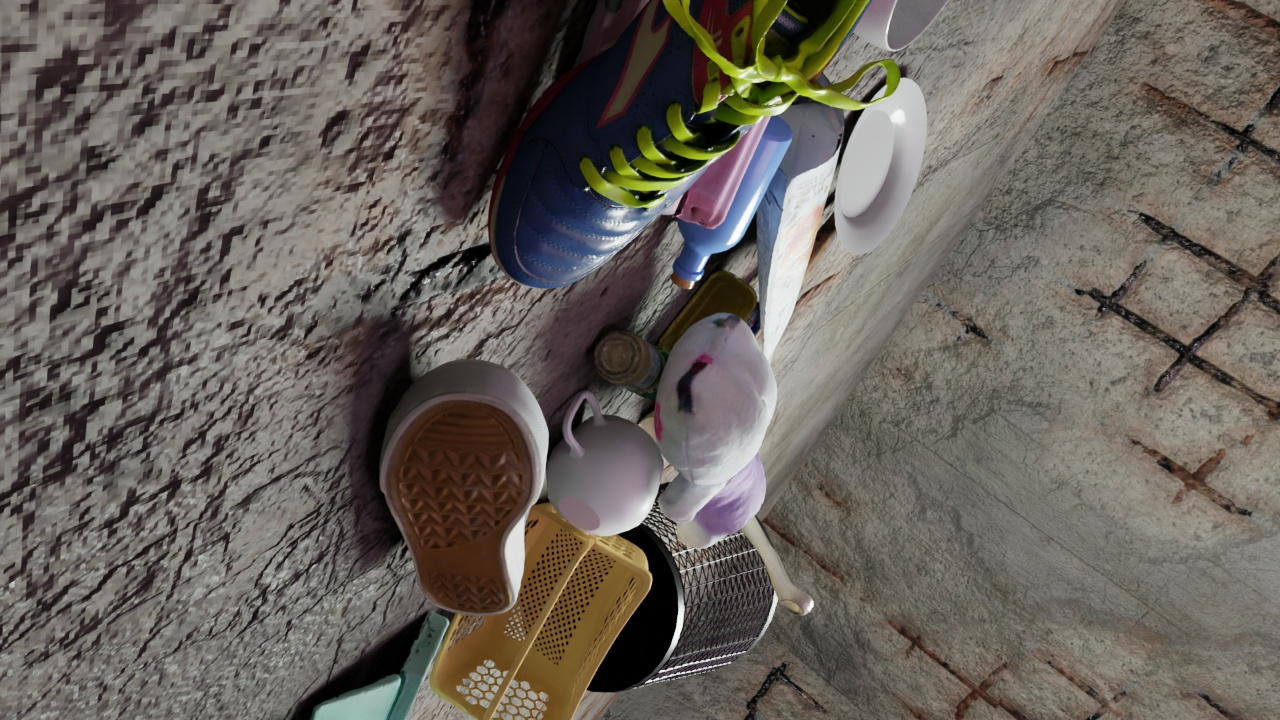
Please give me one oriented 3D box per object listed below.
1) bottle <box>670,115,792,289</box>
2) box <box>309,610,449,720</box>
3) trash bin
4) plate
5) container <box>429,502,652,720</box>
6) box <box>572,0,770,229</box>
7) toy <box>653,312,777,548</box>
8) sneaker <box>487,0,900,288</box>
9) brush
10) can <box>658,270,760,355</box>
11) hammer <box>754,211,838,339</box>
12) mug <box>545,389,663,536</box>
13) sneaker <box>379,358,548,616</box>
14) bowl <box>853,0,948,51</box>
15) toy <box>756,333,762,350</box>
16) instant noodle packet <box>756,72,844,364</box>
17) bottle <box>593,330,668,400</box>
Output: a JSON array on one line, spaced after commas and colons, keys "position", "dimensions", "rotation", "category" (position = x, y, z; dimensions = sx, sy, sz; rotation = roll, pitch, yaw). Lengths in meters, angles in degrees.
[{"position": [0.051, -0.103, 0.608], "dimensions": [0.047, 0.048, 0.131], "rotation": [-34, 156, -49], "category": "bottle"}, {"position": [-0.218, 0.296, 0.725], "dimensions": [0.137, 0.056, 0.187], "rotation": [-40, 160, -56], "category": "box"}, {"position": [0.007, 0.234, 0.949], "dimensions": [0.217, 0.217, 0.243], "rotation": [-55, 158, 8], "category": "trash bin"}, {"position": [0.231, -0.191, 0.905], "dimensions": [0.172, 0.019, 0.173], "rotation": [-30, 132, -39], "category": "plate"}, {"position": [-0.085, 0.219, 0.754], "dimensions": [0.183, 0.129, 0.167], "rotation": [-61, 174, 7], "category": "container"}, {"position": [0.051, -0.169, 0.431], "dimensions": [0.172, 0.075, 0.234], "rotation": [-32, 154, -46], "category": "box"}, {"position": [0.060, 0.064, 0.720], "dimensions": [0.210, 0.085, 0.137], "rotation": [78, 26, -54], "category": "toy"}, {"position": [0.019, -0.109, 0.367], "dimensions": [0.116, 0.091, 0.242], "rotation": [17, 123, -40], "category": "sneaker"}, {"position": [0.078, 0.123, 0.833], "dimensions": [0.077, 0.272, 0.062], "rotation": [-38, 135, 1], "category": "brush"}, {"position": [0.062, -0.024, 0.799], "dimensions": [0.100, 0.054, 0.059], "rotation": [-52, 163, -3], "category": "can"}, {"position": [0.158, -0.093, 0.929], "dimensions": [0.329, 0.033, 0.120], "rotation": [-49, 161, -27], "category": "hammer"}, {"position": [-0.035, 0.081, 0.716], "dimensions": [0.076, 0.090, 0.124], "rotation": [-55, 138, -41], "category": "mug"}, {"position": [-0.099, 0.067, 0.540], "dimensions": [0.236, 0.087, 0.079], "rotation": [102, -5, -50], "category": "sneaker"}, {"position": [0.157, -0.257, 0.541], "dimensions": [0.131, 0.064, 0.132], "rotation": [-47, 163, -19], "category": "bowl"}, {"position": [0.102, -0.004, 0.962], "dimensions": [0.087, 0.050, 0.112], "rotation": [-35, 116, -35], "category": "toy"}, {"position": [0.121, -0.100, 0.736], "dimensions": [0.269, 0.057, 0.146], "rotation": [78, 25, -63], "category": "instant noodle packet"}, {"position": [-0.004, 0.004, 0.697], "dimensions": [0.042, 0.042, 0.110], "rotation": [-53, 163, 3], "category": "bottle"}]
